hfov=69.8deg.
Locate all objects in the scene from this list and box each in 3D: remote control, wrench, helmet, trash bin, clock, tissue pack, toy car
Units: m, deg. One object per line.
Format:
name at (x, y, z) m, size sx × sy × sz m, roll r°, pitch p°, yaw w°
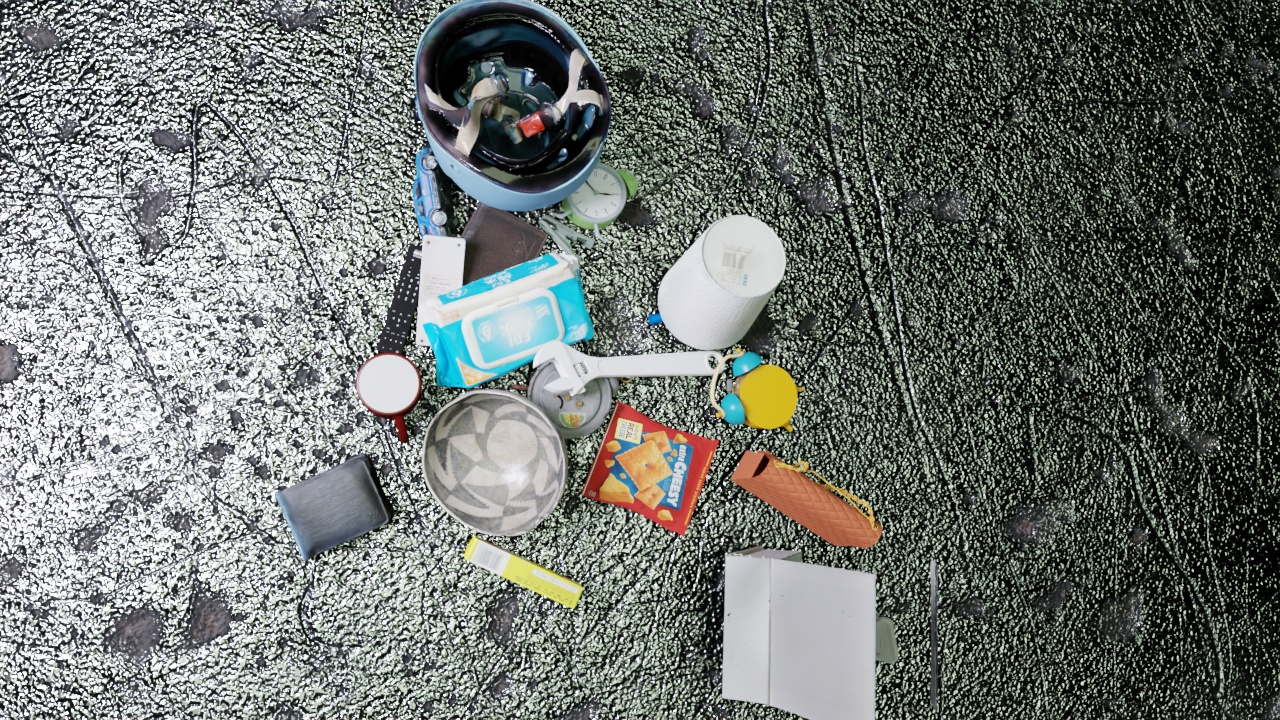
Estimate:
remote control at (-0.245, -0.084, 1.124) m, size 0.050 × 0.011 × 0.136 m, roll 4°, pitch 103°, yaw -13°
remote control at (-0.291, -0.074, 1.135) m, size 0.030 × 0.009 × 0.140 m, roll 17°, pitch 81°, yaw -11°
wrench at (-0.007, 0.007, 1.153) m, size 0.272 × 0.018 × 0.066 m, roll -2°, pitch 73°, yaw -30°
helmet at (-0.161, -0.298, 1.107) m, size 0.225 × 0.167 × 0.265 m, roll -17°, pitch 79°, yaw -17°
trash bin at (0.104, -0.099, 1.141) m, size 0.133 × 0.162 × 0.133 m, roll 3°, pitch 73°, yaw -11°
clock at (-0.058, -0.219, 1.188) m, size 0.094 × 0.043 × 0.119 m, roll 28°, pitch 79°, yaw -10°
tissue pack at (-0.163, -0.048, 1.119) m, size 0.209 × 0.066 × 0.117 m, roll -21°, pitch 118°, yaw -13°
clock at (-0.077, 0.041, 1.151) m, size 0.147 × 0.056 × 0.104 m, roll -22°, pitch 89°, yaw -12°
toy car at (-0.256, -0.202, 1.134) m, size 0.044 × 0.056 × 0.120 m, roll -7°, pitch 91°, yaw 10°
clock at (0.153, 0.043, 1.213) m, size 0.129 × 0.044 × 0.099 m, roll 21°, pitch 80°, yaw -18°

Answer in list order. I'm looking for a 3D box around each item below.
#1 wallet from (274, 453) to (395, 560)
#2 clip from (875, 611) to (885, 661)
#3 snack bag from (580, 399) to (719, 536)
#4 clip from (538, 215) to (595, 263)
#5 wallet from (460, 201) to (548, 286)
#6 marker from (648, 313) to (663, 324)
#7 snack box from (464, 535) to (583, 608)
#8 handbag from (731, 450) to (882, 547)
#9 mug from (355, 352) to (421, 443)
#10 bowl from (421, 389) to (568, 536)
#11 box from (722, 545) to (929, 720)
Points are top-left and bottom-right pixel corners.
wallet at (-0.361, 0.173, 1.086) m, size 0.114 × 0.026 × 0.089 m, roll -25°, pitch 92°, yaw -14°
clip at (0.258, 0.372, 1.198) m, size 0.143 × 0.073 × 0.124 m, roll -8°, pitch 89°, yaw -4°
snack bag at (0.013, 0.137, 1.170) m, size 0.144 × 0.039 × 0.130 m, roll 23°, pitch 79°, yaw -10°
clip at (-0.099, -0.160, 1.183) m, size 0.076 × 0.023 × 0.057 m, roll 37°, pitch 76°, yaw -9°
wallet at (-0.184, -0.131, 1.157) m, size 0.099 × 0.031 × 0.119 m, roll 29°, pitch 78°, yaw -13°
marker at (0.079, -0.067, 1.220) m, size 0.141 × 0.013 × 0.013 m, roll -11°, pitch 87°, yaw -14°
snack box at (-0.143, 0.258, 1.121) m, size 0.148 × 0.040 × 0.029 m, roll 27°, pitch 80°, yaw -9°
handbag at (0.217, 0.173, 1.178) m, size 0.172 × 0.109 × 0.060 m, roll 33°, pitch 78°, yaw -8°
mug at (-0.292, 0.046, 1.085) m, size 0.073 × 0.083 × 0.105 m, roll -15°, pitch 88°, yaw -14°
bowl at (-0.166, 0.112, 1.101) m, size 0.178 × 0.081 × 0.178 m, roll 2°, pitch 104°, yaw 8°
box at (0.190, 0.306, 1.036) m, size 0.160 × 0.340 × 0.167 m, roll 4°, pitch 84°, yaw -24°
